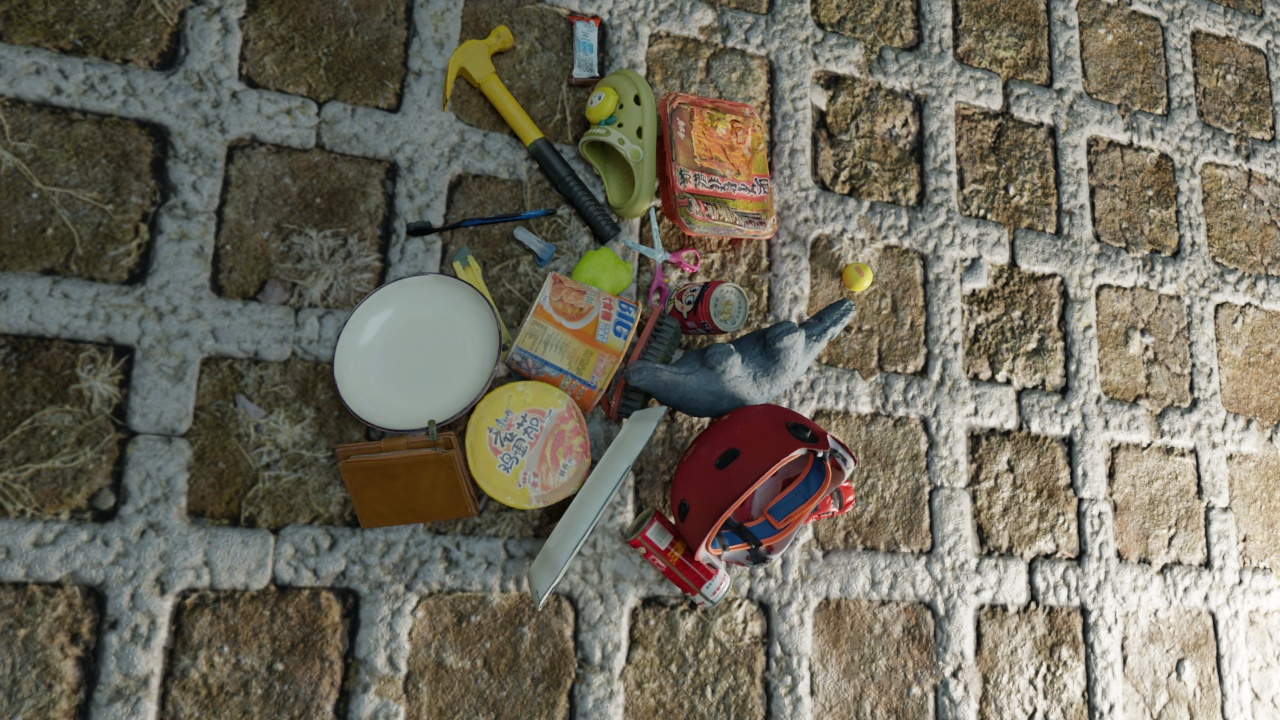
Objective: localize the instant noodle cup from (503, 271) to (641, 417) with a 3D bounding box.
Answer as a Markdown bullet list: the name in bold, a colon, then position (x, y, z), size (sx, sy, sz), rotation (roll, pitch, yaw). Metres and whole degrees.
- **instant noodle cup**: position (-0.082, -0.025, 1.051), size (0.111, 0.152, 0.151), rotation (27, 72, -9)

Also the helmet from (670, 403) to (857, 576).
- **helmet**: position (0.116, 0.134, 1.065), size (0.239, 0.207, 0.144), rotation (11, 31, -53)

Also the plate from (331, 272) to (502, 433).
- **plate**: position (-0.243, -0.005, 1.016), size (0.192, 0.039, 0.192), rotation (-3, 67, 7)

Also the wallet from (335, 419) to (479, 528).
- **wallet**: position (-0.248, 0.124, 0.969), size (0.131, 0.035, 0.119), rotation (-7, 116, 8)

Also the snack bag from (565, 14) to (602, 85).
- **snack bag**: position (-0.072, -0.404, 1.189), size (0.048, 0.026, 0.104), rotation (-3, 82, -14)

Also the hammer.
- **hammer**: position (-0.129, -0.269, 1.140), size (0.128, 0.033, 0.300), rotation (-41, 95, -21)

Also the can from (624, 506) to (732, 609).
- **can**: position (0.046, 0.237, 1.096), size (0.133, 0.053, 0.053), rotation (43, 69, -8)

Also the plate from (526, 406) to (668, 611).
- **plate**: position (-0.052, 0.156, 1.025), size (0.034, 0.162, 0.265), rotation (33, 72, 4)

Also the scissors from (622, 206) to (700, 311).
- **scissors**: position (0.031, -0.130, 1.160), size (0.130, 0.017, 0.133), rotation (-22, 112, -32)

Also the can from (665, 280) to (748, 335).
- **can**: position (0.083, -0.065, 1.137), size (0.066, 0.094, 0.066), rotation (-1, 91, -32)

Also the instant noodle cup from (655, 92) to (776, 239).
- **instant noodle cup**: position (0.088, -0.241, 1.175), size (0.164, 0.079, 0.188), rotation (-1, 81, -35)

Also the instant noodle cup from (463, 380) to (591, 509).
- **instant noodle cup**: position (-0.136, 0.099, 1.026), size (0.138, 0.110, 0.138), rotation (4, 78, -19)

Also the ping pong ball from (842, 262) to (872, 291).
- **ping pong ball**: position (0.298, -0.115, 1.260), size (0.040, 0.040, 0.040), rotation (4, 79, -19)

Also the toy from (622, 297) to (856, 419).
- **toy**: position (0.124, 0.006, 1.124), size (0.355, 0.138, 0.091), rotation (-19, 53, -28)

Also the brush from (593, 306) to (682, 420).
- **brush**: position (-0.007, 0.007, 1.122), size (0.069, 0.063, 0.145), rotation (20, 73, 17)

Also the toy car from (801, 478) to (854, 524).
- **toy car**: position (0.233, 0.181, 1.187), size (0.106, 0.031, 0.049), rotation (-9, 84, -23)

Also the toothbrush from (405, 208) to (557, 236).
- **toothbrush**: position (-0.190, -0.171, 1.111), size (0.189, 0.014, 0.016), rotation (-12, 60, -22)

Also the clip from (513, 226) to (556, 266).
- **clip**: position (-0.131, -0.143, 1.123), size (0.058, 0.043, 0.026), rotation (40, 72, -1)

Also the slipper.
- **slipper**: position (-0.030, -0.271, 1.139), size (0.081, 0.092, 0.190), rotation (-2, 85, -45)

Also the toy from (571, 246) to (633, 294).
- **toy**: position (-0.055, -0.095, 1.135), size (0.096, 0.031, 0.100), rotation (4, 81, -21)

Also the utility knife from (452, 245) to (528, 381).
- **utility knife**: position (-0.177, -0.048, 1.094), size (0.031, 0.020, 0.190), rotation (-27, 94, -18)
